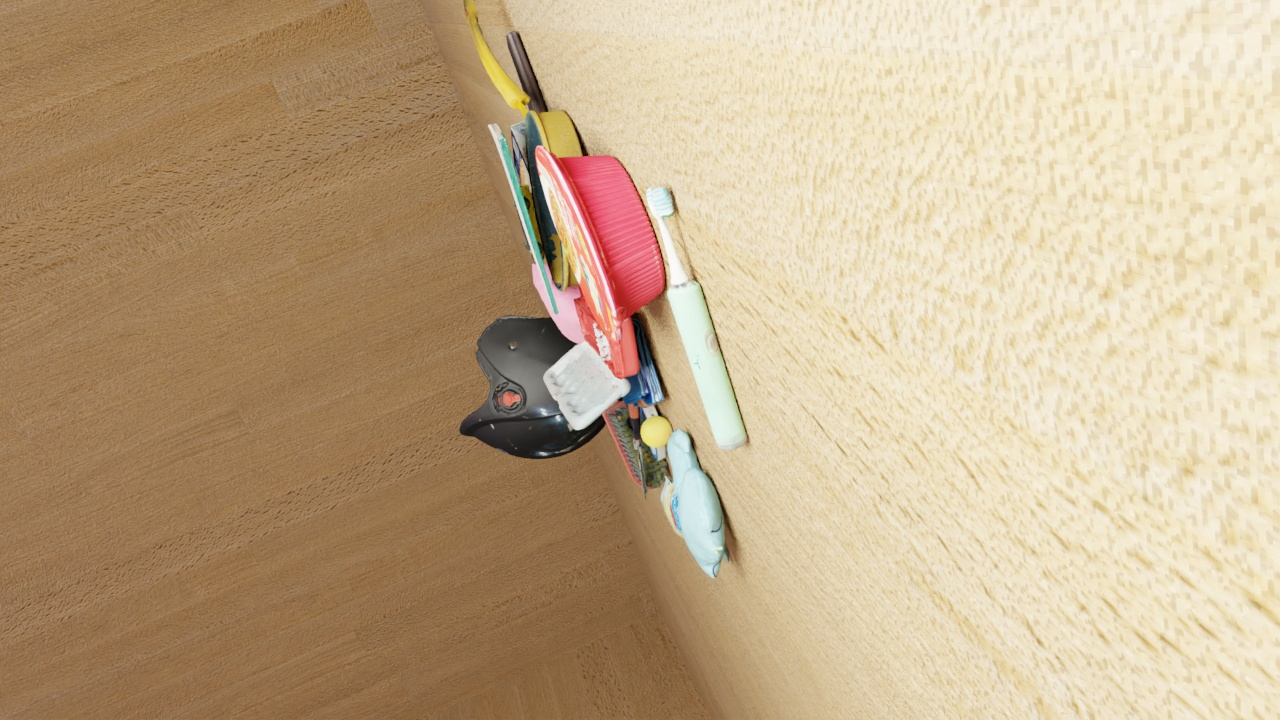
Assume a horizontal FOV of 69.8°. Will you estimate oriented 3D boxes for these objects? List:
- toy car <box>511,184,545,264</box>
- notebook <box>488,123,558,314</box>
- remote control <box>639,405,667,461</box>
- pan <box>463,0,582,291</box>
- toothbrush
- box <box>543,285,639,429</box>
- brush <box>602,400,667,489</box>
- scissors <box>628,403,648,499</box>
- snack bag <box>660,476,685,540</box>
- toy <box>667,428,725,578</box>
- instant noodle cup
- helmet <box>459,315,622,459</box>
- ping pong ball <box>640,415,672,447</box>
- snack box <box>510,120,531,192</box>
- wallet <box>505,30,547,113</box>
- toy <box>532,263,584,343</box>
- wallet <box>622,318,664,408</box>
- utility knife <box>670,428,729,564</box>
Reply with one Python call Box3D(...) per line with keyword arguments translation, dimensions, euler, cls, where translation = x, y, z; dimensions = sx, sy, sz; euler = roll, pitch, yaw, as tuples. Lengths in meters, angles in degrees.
Box3D(translation=(-0.140, -0.177, 1.191), dimensions=(0.048, 0.032, 0.105), euler=(-134, 29, -65), cls="toy car")
Box3D(translation=(-0.137, -0.170, 1.082), dimensions=(0.150, 0.012, 0.209), euler=(-120, 13, -67), cls="notebook")
Box3D(translation=(0.019, 0.096, 1.256), dimensions=(0.125, 0.024, 0.049), euler=(80, 165, -65), cls="remote control")
Box3D(translation=(-0.125, -0.249, 1.021), dimensions=(0.198, 0.078, 0.357), euler=(126, 131, -75), cls="pan")
Box3D(translation=(0.042, -0.029, 0.708), dimensions=(0.027, 0.026, 0.225), euler=(1, 121, 39), cls="toothbrush")
Box3D(translation=(-0.055, -0.007, 1.076), dimensions=(0.201, 0.073, 0.155), euler=(-134, 63, -68), cls="box")
Box3D(translation=(-0.005, 0.127, 1.378), dimensions=(0.069, 0.063, 0.146), euler=(14, 129, 67), cls="brush")
Box3D(translation=(-0.004, 0.096, 1.300), dimensions=(0.207, 0.015, 0.191), euler=(82, -178, -67), cls="scissors")
Box3D(translation=(0.062, 0.207, 1.242), dimensions=(0.191, 0.039, 0.110), euler=(126, 131, -81), cls="snack bag")
Box3D(translation=(0.064, 0.160, 1.031), dimensions=(0.156, 0.050, 0.161), euler=(-111, 8, -72), cls="toy")
Box3D(translation=(-0.032, -0.114, 0.834), dimensions=(0.194, 0.066, 0.194), euler=(156, 91, -83), cls="instant noodle cup")
Box3D(translation=(-0.159, 0.050, 1.489), dimensions=(0.230, 0.274, 0.233), euler=(39, 177, 9), cls="helmet")
Box3D(translation=(0.020, 0.091, 1.167), dimensions=(0.040, 0.040, 0.040), euler=(157, 91, -83), cls="ping pong ball")
Box3D(translation=(-0.126, -0.219, 1.270), dimensions=(0.178, 0.045, 0.182), euler=(142, 106, -82), cls="snack box")
Box3D(translation=(-0.137, -0.334, 1.123), dimensions=(0.096, 0.020, 0.122), euler=(-141, 31, -75), cls="wallet")
Box3D(translation=(-0.089, -0.082, 1.242), dimensions=(0.178, 0.074, 0.195), euler=(39, 161, 18), cls="toy")
Box3D(translation=(-0.007, 0.007, 1.121), dimensions=(0.133, 0.040, 0.106), euler=(149, 104, -80), cls="wallet")
Box3D(translation=(0.072, 0.166, 1.128), dimensions=(0.029, 0.013, 0.179), euler=(167, 80, -79), cls="utility knife")
